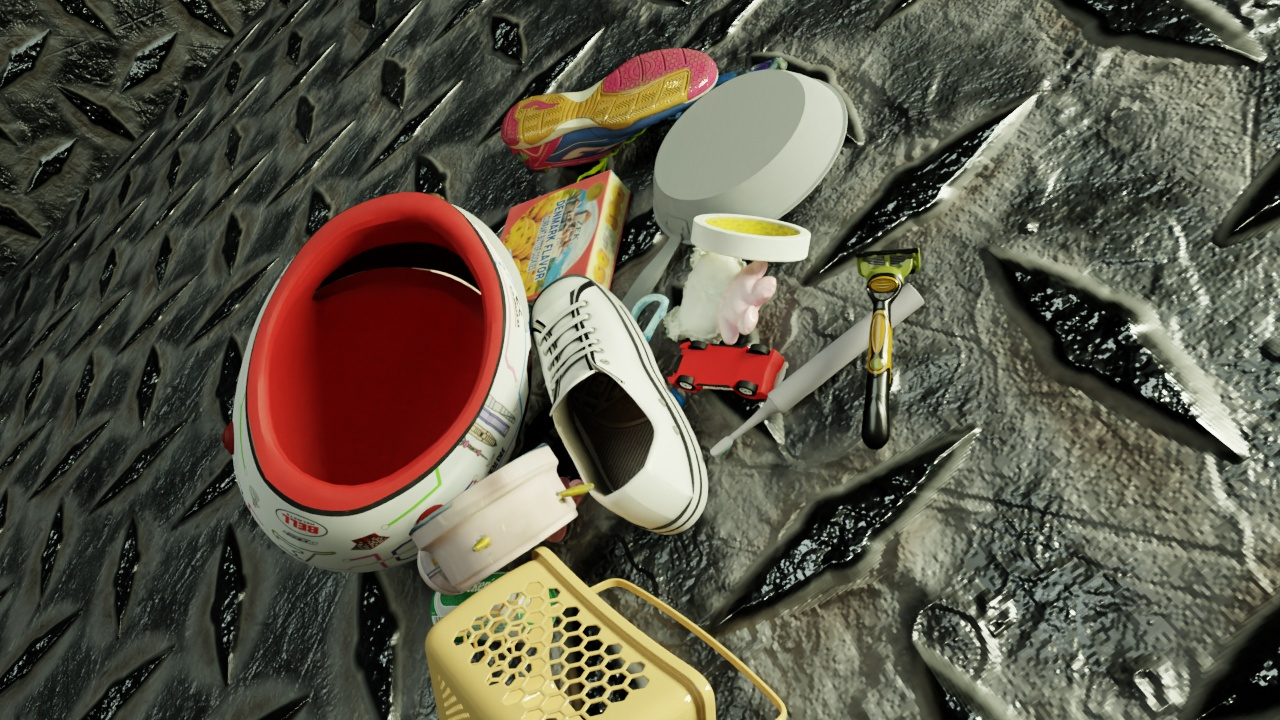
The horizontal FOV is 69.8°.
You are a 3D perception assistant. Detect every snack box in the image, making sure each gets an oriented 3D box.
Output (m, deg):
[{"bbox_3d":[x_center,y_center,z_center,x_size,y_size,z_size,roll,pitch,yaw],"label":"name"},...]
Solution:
[{"bbox_3d":[-0.086,-0.110,0.932,0.145,0.040,0.142,-12,52,35],"label":"snack box"}]

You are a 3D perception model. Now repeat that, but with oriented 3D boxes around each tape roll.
[{"bbox_3d":[0.088,-0.099,0.734,0.094,0.093,0.019,31,120,49],"label":"tape roll"}]

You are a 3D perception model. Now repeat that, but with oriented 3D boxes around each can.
[{"bbox_3d":[-0.117,0.193,0.716,0.101,0.053,0.053,-13,52,35],"label":"can"}]

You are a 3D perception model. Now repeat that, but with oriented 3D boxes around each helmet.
[{"bbox_3d":[-0.213,0.025,0.793,0.236,0.231,0.314,108,-177,-84],"label":"helmet"}]

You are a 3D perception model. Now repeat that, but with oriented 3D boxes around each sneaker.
[{"bbox_3d":[-0.025,-0.256,0.963,0.242,0.091,0.116,-9,57,25],"label":"sneaker"},{"bbox_3d":[-0.040,0.022,0.711,0.091,0.097,0.245,-37,55,17],"label":"sneaker"}]

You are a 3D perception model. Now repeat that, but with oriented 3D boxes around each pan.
[{"bbox_3d":[0.043,-0.131,0.836,0.356,0.051,0.201,-51,40,-6],"label":"pan"}]

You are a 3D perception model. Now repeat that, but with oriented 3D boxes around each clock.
[{"bbox_3d":[-0.109,0.122,0.677,0.116,0.059,0.158,-30,-7,-32],"label":"clock"}]

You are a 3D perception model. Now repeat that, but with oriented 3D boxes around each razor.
[{"bbox_3d":[0.084,-0.281,0.928,0.141,0.018,0.043,-9,54,37],"label":"razor"},{"bbox_3d":[0.165,-0.009,0.627,0.044,0.021,0.144,-1,73,28],"label":"razor"}]

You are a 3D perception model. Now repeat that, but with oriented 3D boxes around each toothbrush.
[{"bbox_3d":[0.124,0.011,0.666,0.188,0.019,0.018,-40,60,10],"label":"toothbrush"}]

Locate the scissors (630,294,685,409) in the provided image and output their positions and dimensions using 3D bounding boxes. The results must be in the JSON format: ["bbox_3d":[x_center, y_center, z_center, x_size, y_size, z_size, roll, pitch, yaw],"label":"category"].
[{"bbox_3d":[-0.004,0.002,0.769,0.125,0.013,0.130,30,100,39],"label":"scissors"}]

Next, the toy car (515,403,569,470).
[{"bbox_3d":[-0.082,0.071,0.791,0.091,0.036,0.042,-52,40,-3],"label":"toy car"}]

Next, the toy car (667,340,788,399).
[{"bbox_3d":[0.066,0.008,0.711,0.090,0.025,0.038,4,63,38],"label":"toy car"}]

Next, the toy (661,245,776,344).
[{"bbox_3d":[0.069,-0.050,0.743,0.109,0.041,0.095,20,90,54],"label":"toy"}]

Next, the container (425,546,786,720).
[{"bbox_3d":[-0.023,0.212,0.576,0.166,0.129,0.183,-20,27,-32],"label":"container"}]

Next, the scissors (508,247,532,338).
[{"bbox_3d":[-0.118,-0.046,0.888,0.119,0.014,0.129,10,105,35],"label":"scissors"}]

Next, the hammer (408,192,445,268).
[{"bbox_3d":[-0.278,-0.062,0.977,0.331,0.033,0.119,-48,35,41],"label":"hammer"}]

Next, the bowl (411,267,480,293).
[{"bbox_3d":[-0.209,-0.068,0.968,0.153,0.076,0.152,-38,44,49],"label":"bowl"}]

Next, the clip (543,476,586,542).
[{"bbox_3d":[-0.061,0.120,0.750,0.045,0.023,0.059,-23,42,29],"label":"clip"}]
